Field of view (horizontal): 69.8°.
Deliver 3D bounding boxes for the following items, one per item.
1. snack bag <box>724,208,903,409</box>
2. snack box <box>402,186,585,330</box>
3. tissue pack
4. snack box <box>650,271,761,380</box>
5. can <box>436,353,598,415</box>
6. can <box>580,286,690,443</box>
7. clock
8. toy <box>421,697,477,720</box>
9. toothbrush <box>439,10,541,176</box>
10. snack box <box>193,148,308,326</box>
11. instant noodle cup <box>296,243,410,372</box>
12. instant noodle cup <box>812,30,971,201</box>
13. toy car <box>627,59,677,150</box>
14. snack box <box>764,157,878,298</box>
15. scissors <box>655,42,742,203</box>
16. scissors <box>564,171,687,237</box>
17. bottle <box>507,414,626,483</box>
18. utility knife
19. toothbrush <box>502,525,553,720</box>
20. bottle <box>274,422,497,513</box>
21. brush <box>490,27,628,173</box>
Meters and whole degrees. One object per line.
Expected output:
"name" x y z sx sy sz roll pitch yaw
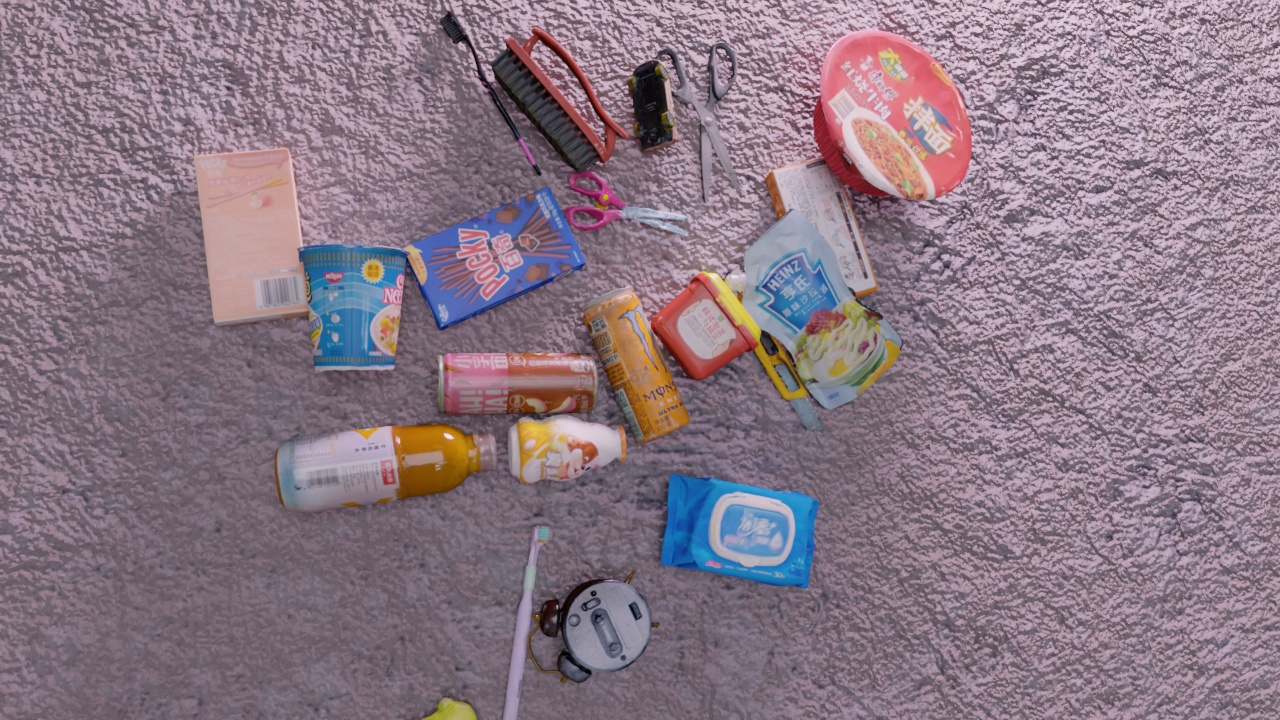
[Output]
"snack bag" 0.174 -0.048 0.924 0.110 0.038 0.191 -40 104 8
"snack box" -0.141 -0.099 0.890 0.157 0.026 0.084 -26 88 -14
"tissue pack" 0.098 0.165 0.892 0.157 0.052 0.095 12 80 -10
"snack box" 0.061 -0.031 0.899 0.080 0.082 0.091 -38 91 -5
"can" -0.116 0.022 0.863 0.147 0.058 0.058 0 82 -12
"can" -0.005 0.005 0.889 0.058 0.058 0.146 -23 88 -14
"clock" -0.046 0.248 0.849 0.121 0.055 0.082 -24 89 -13
"toy" -0.164 0.357 0.821 0.100 0.031 0.096 20 81 -9
"toothbrush" -0.149 -0.266 0.919 0.017 0.014 0.189 -29 90 -4
"snack box" -0.357 -0.114 0.846 0.084 0.026 0.157 -8 84 -13
"instant noodle cup" -0.258 -0.045 0.829 0.099 0.099 0.110 0 91 -12
"instant noodle cup" 0.251 -0.245 0.961 0.193 0.066 0.193 8 72 -24
"toy car" 0.015 -0.261 0.939 0.042 0.035 0.090 -12 83 29
"snack box" 0.190 -0.134 0.966 0.075 0.026 0.153 -16 86 -13
"scissors" 0.070 -0.258 0.965 0.159 0.014 0.170 35 78 -6
"scissors" -0.013 -0.142 0.924 0.137 0.017 0.077 21 61 -11
"bottle" -0.069 0.081 0.862 0.108 0.063 0.063 -3 83 -12
"utility knife" 0.137 -0.009 0.943 0.033 0.015 0.193 -31 90 -12
"toothbrush" -0.107 0.249 0.854 0.021 0.029 0.189 4 81 29
"bottle" -0.225 0.093 0.824 0.189 0.068 0.068 -6 84 -13
"brush" -0.078 -0.256 0.907 0.069 0.063 0.146 -41 93 -1
